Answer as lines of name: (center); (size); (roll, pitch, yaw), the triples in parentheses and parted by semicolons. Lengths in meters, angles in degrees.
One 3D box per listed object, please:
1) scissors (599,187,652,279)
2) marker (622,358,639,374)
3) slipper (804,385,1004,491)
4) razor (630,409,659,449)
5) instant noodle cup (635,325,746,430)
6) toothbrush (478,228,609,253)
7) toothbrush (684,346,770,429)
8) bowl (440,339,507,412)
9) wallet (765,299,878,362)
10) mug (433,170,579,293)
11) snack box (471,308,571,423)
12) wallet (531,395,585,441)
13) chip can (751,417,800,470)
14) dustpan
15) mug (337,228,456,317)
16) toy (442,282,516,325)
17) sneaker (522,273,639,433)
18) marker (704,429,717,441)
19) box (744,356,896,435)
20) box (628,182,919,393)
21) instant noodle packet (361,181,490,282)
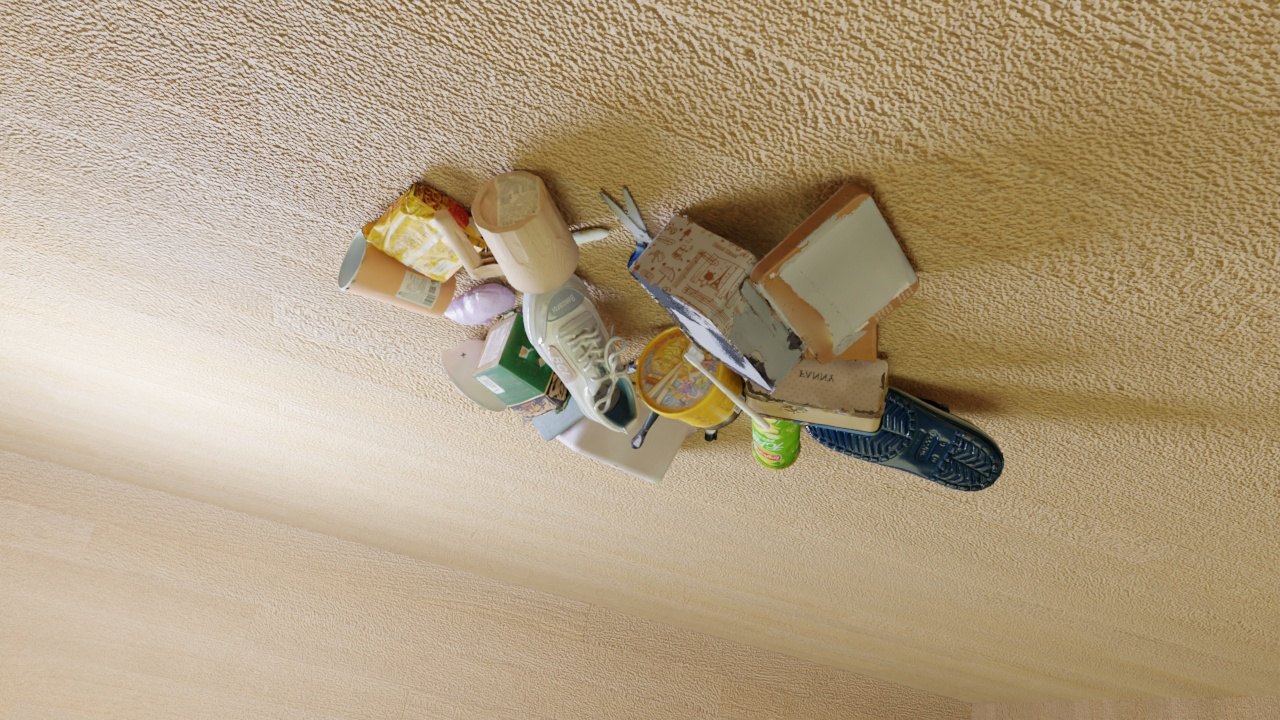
scissors: (-0.003, -0.127, 0.978); (0.171, 0.012, 0.141); (27, 151, -26)
marker: (-0.007, 0.007, 1.262); (0.018, 0.015, 0.124); (26, 155, -24)
slipper: (0.342, 0.086, 1.186); (0.253, 0.105, 0.095); (20, -161, 15)
razor: (0.017, 0.079, 1.318); (0.042, 0.022, 0.143); (21, 125, -12)
instant noodle cup: (0.072, 0.029, 1.160); (0.119, 0.118, 0.114); (-3, 159, 29)
toothbrush: (-0.114, -0.125, 1.022); (0.192, 0.018, 0.016); (-5, 154, 33)
toothbrush: (0.107, 0.036, 1.084); (0.180, 0.016, 0.016); (41, 176, -38)
bowl: (-0.211, 0.007, 1.278); (0.065, 0.118, 0.118); (-44, 130, 15)
wallet: (0.207, -0.033, 1.059); (0.132, 0.031, 0.108); (6, 153, 16)
mug: (-0.136, -0.128, 0.941); (0.125, 0.084, 0.103); (-7, 150, 11)
snack box: (-0.152, 0.005, 1.206); (0.105, 0.117, 0.118); (30, 152, -26)
wallet: (-0.131, 0.053, 1.347); (0.106, 0.036, 0.130); (53, 140, -1)
chip can: (0.187, 0.081, 1.260); (0.073, 0.072, 0.221); (6, 155, 12)
dustpan: (-0.034, 0.091, 1.459); (0.222, 0.139, 0.273); (24, -179, -27)
mug: (-0.288, -0.099, 1.098); (0.122, 0.078, 0.078); (22, 154, -32)
toy: (-0.200, -0.069, 1.159); (0.083, 0.039, 0.108); (13, 155, -38)
sneaker: (-0.063, -0.003, 1.096); (0.091, 0.089, 0.242); (37, 158, 48)
marker: (0.110, 0.095, 1.389); (0.022, 0.018, 0.131); (2, 155, 0)
box: (0.221, 0.033, 1.121); (0.184, 0.089, 0.059); (12, 155, 12)
box: (0.127, -0.089, 0.933); (0.227, 0.156, 0.180); (-41, 138, 8)
instant noodle packet: (-0.237, -0.139, 1.019); (0.110, 0.044, 0.129); (34, 144, -27)
